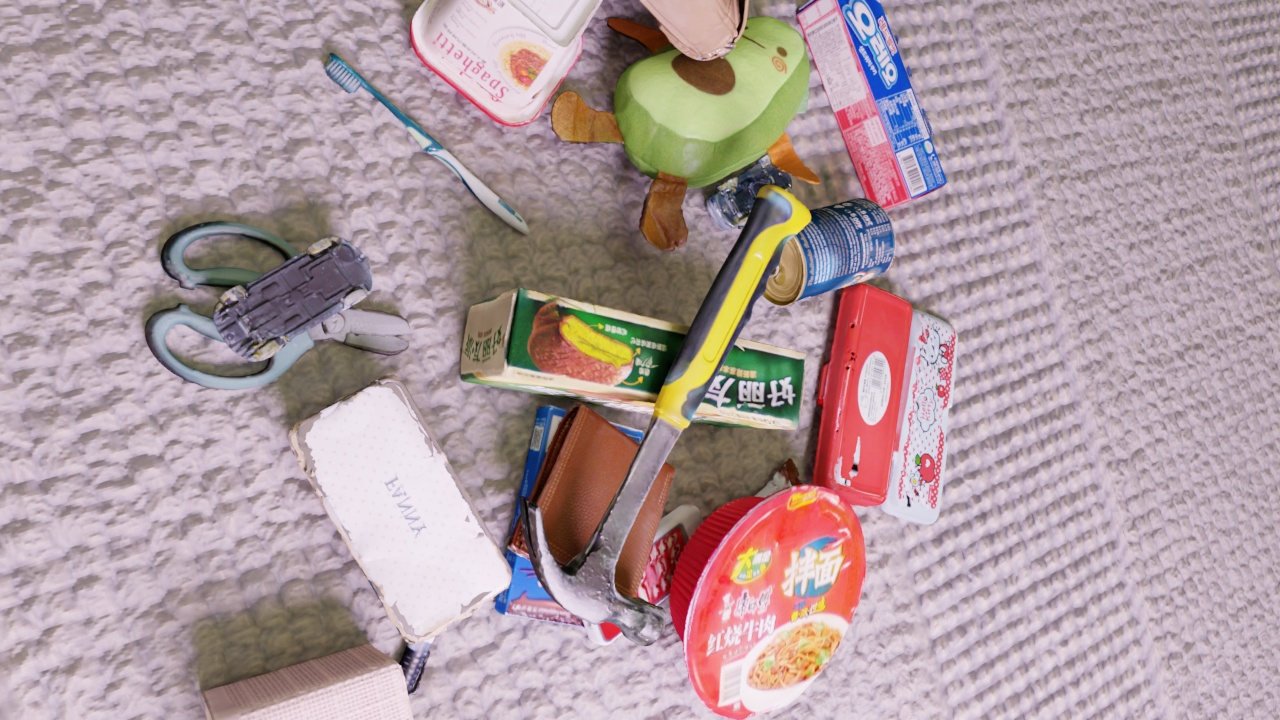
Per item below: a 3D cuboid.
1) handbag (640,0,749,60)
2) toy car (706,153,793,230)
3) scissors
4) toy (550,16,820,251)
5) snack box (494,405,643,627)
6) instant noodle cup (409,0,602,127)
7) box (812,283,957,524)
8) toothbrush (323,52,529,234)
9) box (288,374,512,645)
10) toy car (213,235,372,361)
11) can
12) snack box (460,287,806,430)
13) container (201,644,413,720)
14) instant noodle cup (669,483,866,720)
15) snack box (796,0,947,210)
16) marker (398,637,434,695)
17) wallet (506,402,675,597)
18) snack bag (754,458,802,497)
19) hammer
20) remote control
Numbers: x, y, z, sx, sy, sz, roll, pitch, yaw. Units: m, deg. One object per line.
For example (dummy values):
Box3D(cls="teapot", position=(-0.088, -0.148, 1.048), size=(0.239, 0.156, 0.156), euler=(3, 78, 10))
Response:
Box3D(cls="handbag", position=(0.032, -0.333, 0.712), size=(0.148, 0.100, 0.204), euler=(45, 30, -33))
Box3D(cls="toy car", position=(0.096, -0.146, 0.803), size=(0.090, 0.034, 0.043), euler=(-38, 99, -27))
Box3D(cls="scissors", position=(-0.239, -0.044, 0.631), size=(0.179, 0.019, 0.139), euler=(0, 84, -25))
Box3D(cls="toy", position=(0.053, -0.209, 0.752), size=(0.227, 0.090, 0.246), euler=(44, 63, 7))
Box3D(cls="snack box", position=(-0.053, 0.120, 0.703), size=(0.084, 0.026, 0.157), euler=(17, 77, -26))
Box3D(cls="instant noodle cup", position=(-0.090, -0.253, 0.669), size=(0.116, 0.124, 0.116), euler=(36, 70, -19))
Box3D(cls="box", position=(0.235, 0.041, 0.852), size=(0.157, 0.038, 0.200), euler=(17, 76, -25))
Box3D(cls="toothbrush", position=(-0.157, -0.157, 0.687), size=(0.191, 0.016, 0.018), euler=(41, 78, -17))
Box3D(cls="box", position=(-0.159, 0.106, 0.623), size=(0.089, 0.060, 0.184), euler=(-28, 93, -20))
Box3D(cls="toy car", position=(-0.229, -0.041, 0.608), size=(0.105, 0.031, 0.049), euler=(-36, 102, -24))
Box3D(cls="can", position=(0.160, -0.097, 0.807), size=(0.111, 0.075, 0.075), euler=(-18, 93, -28))
Box3D(cls="snack box", position=(-0.004, 0.004, 0.691), size=(0.239, 0.115, 0.063), euler=(11, 82, -26))
Box3D(cls="container", position=(-0.206, 0.240, 0.581), size=(0.110, 0.090, 0.090), euler=(-13, 90, -30))
Box3D(cls="instant noodle cup", position=(0.091, 0.181, 0.727), size=(0.193, 0.066, 0.194), euler=(-12, 110, -36))
Box3D(cls="snack box", position=(0.218, -0.247, 0.861), size=(0.057, 0.058, 0.207), euler=(-26, 97, -27))
Box3D(cls="marker", position=(-0.145, 0.175, 0.658), size=(0.022, 0.018, 0.130), euler=(39, 68, -44))
Box3D(cls="wallet", position=(-0.030, 0.105, 0.671), size=(0.101, 0.032, 0.124), euler=(35, 54, -20))
Box3D(cls="snack bag", position=(0.104, 0.129, 0.782), size=(0.105, 0.026, 0.045), euler=(-34, 99, -26))
Box3D(cls="hammer", position=(0.027, 0.023, 0.623), size=(0.126, 0.032, 0.323), euler=(32, 79, -24))
Box3D(cls="remote control", position=(0.006, 0.163, 0.711), size=(0.135, 0.020, 0.056), euler=(-27, 108, -41))
